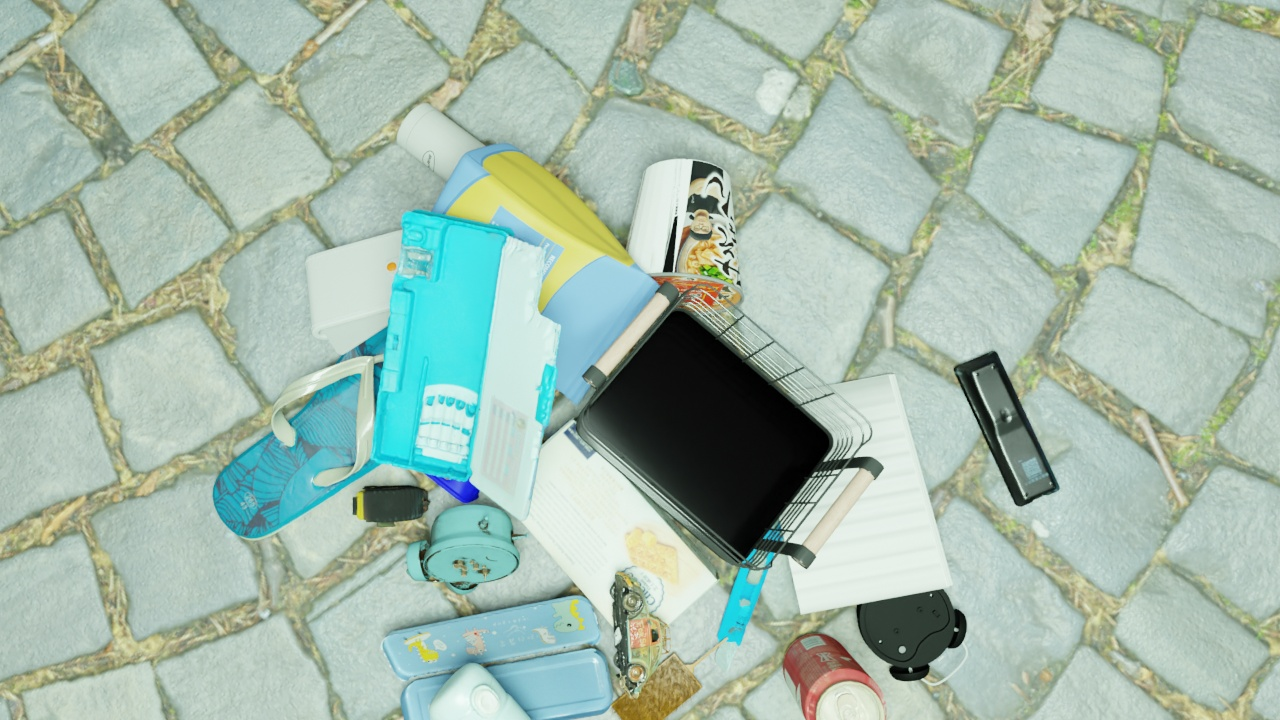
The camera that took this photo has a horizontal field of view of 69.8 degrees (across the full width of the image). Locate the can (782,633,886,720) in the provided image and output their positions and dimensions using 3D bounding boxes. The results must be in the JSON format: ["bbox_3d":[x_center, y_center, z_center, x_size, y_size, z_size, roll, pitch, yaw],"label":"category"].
[{"bbox_3d":[0.169,0.291,0.814,0.067,0.170,0.067,0,84,1],"label":"can"}]

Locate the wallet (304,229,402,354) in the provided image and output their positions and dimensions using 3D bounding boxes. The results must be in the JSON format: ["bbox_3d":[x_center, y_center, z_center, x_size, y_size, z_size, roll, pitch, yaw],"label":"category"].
[{"bbox_3d":[-0.268,-0.063,0.904,0.118,0.037,0.115,-15,65,0],"label":"wallet"}]

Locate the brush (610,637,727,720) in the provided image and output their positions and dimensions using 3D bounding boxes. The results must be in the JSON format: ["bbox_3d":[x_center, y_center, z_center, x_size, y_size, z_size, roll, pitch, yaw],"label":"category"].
[{"bbox_3d":[0.032,0.313,0.888,0.126,0.017,0.048,-40,86,3],"label":"brush"}]

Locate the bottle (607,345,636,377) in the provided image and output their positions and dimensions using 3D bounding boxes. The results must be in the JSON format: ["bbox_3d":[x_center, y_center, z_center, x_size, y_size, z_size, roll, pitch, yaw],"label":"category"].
[{"bbox_3d":[-0.005,0.005,0.904,0.111,0.043,0.043,16,86,2],"label":"bottle"}]

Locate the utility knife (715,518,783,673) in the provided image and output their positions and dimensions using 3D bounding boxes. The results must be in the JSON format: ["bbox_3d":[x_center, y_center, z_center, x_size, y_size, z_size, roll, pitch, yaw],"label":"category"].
[{"bbox_3d":[0.108,0.221,0.899,0.031,0.015,0.174,19,88,8],"label":"utility knife"}]

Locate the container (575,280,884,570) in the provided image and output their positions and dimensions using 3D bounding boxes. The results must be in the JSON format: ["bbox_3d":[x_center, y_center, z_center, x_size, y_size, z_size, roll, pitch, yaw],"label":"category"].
[{"bbox_3d":[0.070,0.061,0.811,0.241,0.130,0.162,41,78,0],"label":"container"}]

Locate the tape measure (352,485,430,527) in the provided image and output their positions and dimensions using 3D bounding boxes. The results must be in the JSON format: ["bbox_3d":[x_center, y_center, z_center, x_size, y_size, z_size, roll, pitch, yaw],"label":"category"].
[{"bbox_3d":[-0.242,0.142,0.891,0.067,0.062,0.038,-1,86,0],"label":"tape measure"}]

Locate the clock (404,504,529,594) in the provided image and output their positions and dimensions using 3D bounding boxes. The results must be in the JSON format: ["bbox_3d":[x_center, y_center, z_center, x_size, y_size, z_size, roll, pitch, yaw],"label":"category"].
[{"bbox_3d":[-0.170,0.183,0.871,0.124,0.090,0.053,-28,48,27],"label":"clock"}]

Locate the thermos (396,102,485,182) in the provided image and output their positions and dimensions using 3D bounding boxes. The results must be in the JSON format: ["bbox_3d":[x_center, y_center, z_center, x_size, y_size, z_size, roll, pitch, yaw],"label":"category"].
[{"bbox_3d":[-0.140,-0.171,0.916,0.224,0.052,0.052,37,87,4],"label":"thermos"}]

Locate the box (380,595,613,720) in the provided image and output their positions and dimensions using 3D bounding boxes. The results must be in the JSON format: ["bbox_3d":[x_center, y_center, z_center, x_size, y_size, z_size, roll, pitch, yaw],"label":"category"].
[{"bbox_3d":[-0.135,0.296,0.884,0.209,0.034,0.127,-12,99,5],"label":"box"}]

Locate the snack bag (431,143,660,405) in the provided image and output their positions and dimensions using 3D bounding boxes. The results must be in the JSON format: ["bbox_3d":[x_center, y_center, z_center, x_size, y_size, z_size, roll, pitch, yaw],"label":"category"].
[{"bbox_3d":[-0.099,-0.075,0.846,0.205,0.102,0.159,40,119,5],"label":"snack bag"}]

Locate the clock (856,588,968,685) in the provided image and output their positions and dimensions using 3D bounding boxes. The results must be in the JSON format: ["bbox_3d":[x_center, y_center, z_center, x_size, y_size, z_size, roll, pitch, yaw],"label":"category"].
[{"bbox_3d":[0.258,0.254,0.877,0.091,0.042,0.120,-43,86,-2],"label":"clock"}]

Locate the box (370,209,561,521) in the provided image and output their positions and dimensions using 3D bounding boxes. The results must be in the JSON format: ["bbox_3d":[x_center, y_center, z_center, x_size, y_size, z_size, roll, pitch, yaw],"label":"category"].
[{"bbox_3d":[-0.138,0.001,0.779,0.182,0.071,0.227,18,106,21],"label":"box"}]

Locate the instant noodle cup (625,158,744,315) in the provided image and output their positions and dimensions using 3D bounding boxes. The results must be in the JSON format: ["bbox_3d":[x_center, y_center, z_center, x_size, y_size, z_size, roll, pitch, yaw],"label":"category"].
[{"bbox_3d":[0.040,-0.119,0.881,0.123,0.124,0.121,4,77,2],"label":"instant noodle cup"}]

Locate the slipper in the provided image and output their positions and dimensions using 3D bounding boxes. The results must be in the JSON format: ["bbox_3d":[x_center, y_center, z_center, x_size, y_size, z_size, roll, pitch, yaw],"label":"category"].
[{"bbox_3d":[-0.302,0.067,0.901,0.295,0.060,0.118,-41,89,-1],"label":"slipper"}]

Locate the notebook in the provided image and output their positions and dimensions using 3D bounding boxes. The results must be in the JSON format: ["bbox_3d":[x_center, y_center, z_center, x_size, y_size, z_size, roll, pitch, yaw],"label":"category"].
[{"bbox_3d":[0.200,0.124,0.881,0.142,0.009,0.209,-11,72,1],"label":"notebook"}]

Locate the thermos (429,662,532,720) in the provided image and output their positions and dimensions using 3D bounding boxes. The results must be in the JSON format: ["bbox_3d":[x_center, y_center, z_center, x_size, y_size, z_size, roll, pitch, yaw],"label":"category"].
[{"bbox_3d":[-0.111,0.370,0.846,0.207,0.078,0.065,52,51,-9],"label":"thermos"}]

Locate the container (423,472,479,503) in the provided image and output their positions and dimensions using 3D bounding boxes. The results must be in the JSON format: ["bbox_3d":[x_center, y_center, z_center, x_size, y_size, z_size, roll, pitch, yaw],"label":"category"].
[{"bbox_3d":[-0.160,0.065,0.884,0.085,0.084,0.113,38,87,2],"label":"container"}]

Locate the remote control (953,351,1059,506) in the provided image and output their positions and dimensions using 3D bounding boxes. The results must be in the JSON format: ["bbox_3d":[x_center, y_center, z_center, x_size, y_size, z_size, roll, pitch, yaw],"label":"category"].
[{"bbox_3d":[0.360,0.066,0.899,0.047,0.022,0.150,-24,86,-1],"label":"remote control"}]

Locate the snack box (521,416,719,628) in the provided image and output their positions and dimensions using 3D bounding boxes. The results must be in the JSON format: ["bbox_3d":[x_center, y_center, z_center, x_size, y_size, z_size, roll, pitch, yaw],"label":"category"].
[{"bbox_3d":[-0.032,0.165,0.886,0.104,0.057,0.208,-42,86,-1],"label":"snack box"}]

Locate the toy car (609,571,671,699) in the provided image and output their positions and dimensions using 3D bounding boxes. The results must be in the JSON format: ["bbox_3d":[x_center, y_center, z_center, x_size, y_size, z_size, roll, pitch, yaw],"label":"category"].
[{"bbox_3d":[0.000,0.245,0.827,0.047,0.047,0.112,-4,93,-20],"label":"toy car"}]
